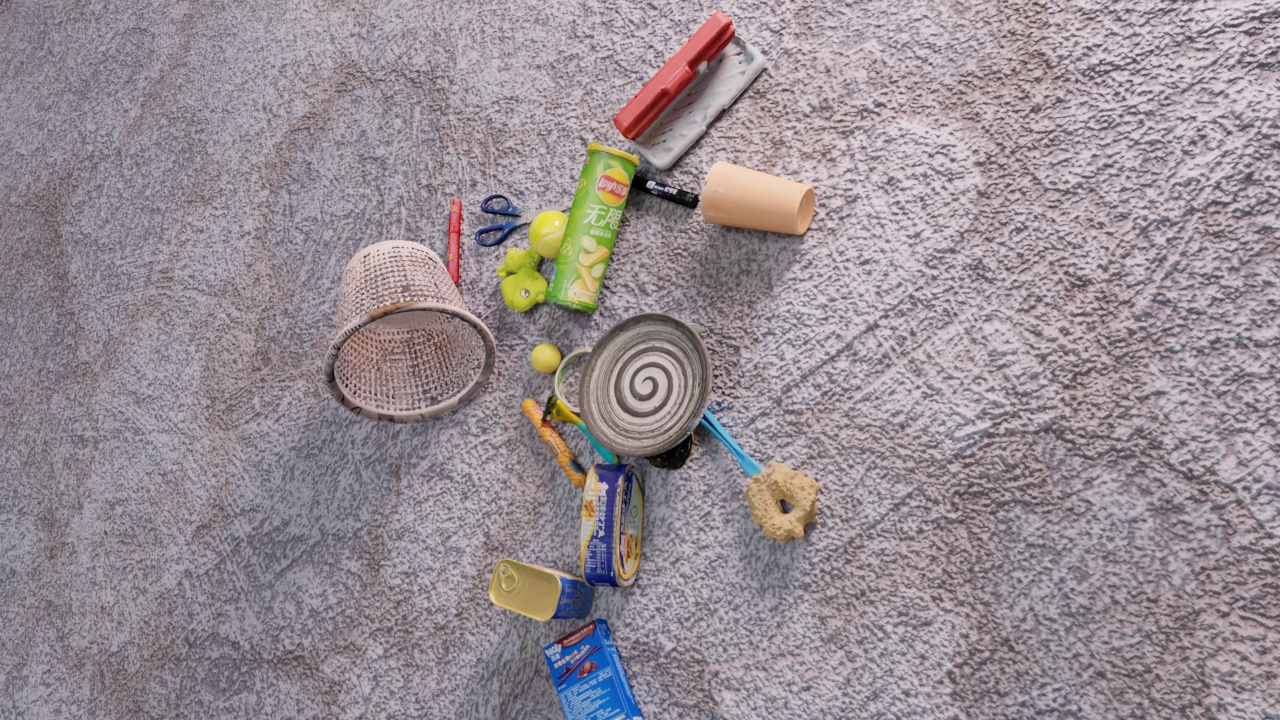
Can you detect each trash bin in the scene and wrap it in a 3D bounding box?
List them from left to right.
[{"bbox_3d":[-0.332,-0.054,1.282,0.228,0.227,0.192,-38,48,16],"label":"trash bin"}]

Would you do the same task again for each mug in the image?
[{"bbox_3d":[0.145,-0.192,1.113,0.123,0.078,0.078,18,85,27],"label":"mug"}]

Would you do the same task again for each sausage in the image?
[{"bbox_3d":[-0.282,-0.181,1.388,0.020,0.020,0.155,-11,71,27],"label":"sausage"},{"bbox_3d":[-0.114,0.107,1.205,0.021,0.021,0.165,-46,59,11],"label":"sausage"}]

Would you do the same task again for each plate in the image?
[{"bbox_3d":[0.007,0.030,1.096,0.180,0.024,0.179,-9,70,27],"label":"plate"}]

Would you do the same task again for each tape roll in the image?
[{"bbox_3d":[-0.075,0.026,1.210,0.086,0.014,0.085,-9,72,28],"label":"tape roll"}]

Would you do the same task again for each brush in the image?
[{"bbox_3d":[0.114,0.110,1.065,0.083,0.045,0.254,-52,54,12],"label":"brush"}]

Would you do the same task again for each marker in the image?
[{"bbox_3d":[0.021,-0.228,1.223,0.132,0.022,0.020,25,99,32],"label":"marker"}]

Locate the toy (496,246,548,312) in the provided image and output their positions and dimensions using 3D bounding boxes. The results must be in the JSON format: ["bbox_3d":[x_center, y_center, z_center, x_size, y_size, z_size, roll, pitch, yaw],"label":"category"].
[{"bbox_3d":[-0.168,-0.113,1.294,0.097,0.031,0.100,3,73,31],"label":"toy"}]

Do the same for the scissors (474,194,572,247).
[{"bbox_3d":[-0.174,-0.199,1.335,0.171,0.012,0.141,37,94,32],"label":"scissors"}]

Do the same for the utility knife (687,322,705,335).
[{"bbox_3d":[0.015,0.007,1.163,0.165,0.013,0.029,-42,59,14],"label":"utility knife"}]

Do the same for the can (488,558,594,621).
[{"bbox_3d":[-0.119,0.281,1.120,0.102,0.083,0.057,9,80,32],"label":"can"}]

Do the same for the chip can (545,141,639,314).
[{"bbox_3d":[-0.065,-0.171,1.212,0.073,0.072,0.221,17,93,33],"label":"chip can"}]

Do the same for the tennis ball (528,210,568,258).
[{"bbox_3d":[-0.121,-0.173,1.264,0.066,0.065,0.065,-9,71,28],"label":"tennis ball"}]

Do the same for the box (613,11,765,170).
[{"bbox_3d":[0.069,-0.347,1.207,0.201,0.095,0.098,-45,88,11],"label":"box"}]

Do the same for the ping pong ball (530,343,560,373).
[{"bbox_3d":[-0.127,-0.003,1.233,0.040,0.040,0.040,-9,71,28],"label":"ping pong ball"}]

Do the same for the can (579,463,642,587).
[{"bbox_3d":[-0.034,0.197,1.101,0.049,0.074,0.148,-3,75,26],"label":"can"}]

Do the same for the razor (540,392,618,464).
[{"bbox_3d":[-0.074,0.093,1.178,0.132,0.028,0.043,37,123,25],"label":"razor"}]

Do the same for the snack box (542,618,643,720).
[{"bbox_3d":[-0.053,0.395,1.082,0.085,0.026,0.157,-34,62,18],"label":"snack box"}]

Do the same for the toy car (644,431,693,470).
[{"bbox_3d":[0.003,0.084,1.127,0.156,0.041,0.071,24,101,34],"label":"toy car"}]
